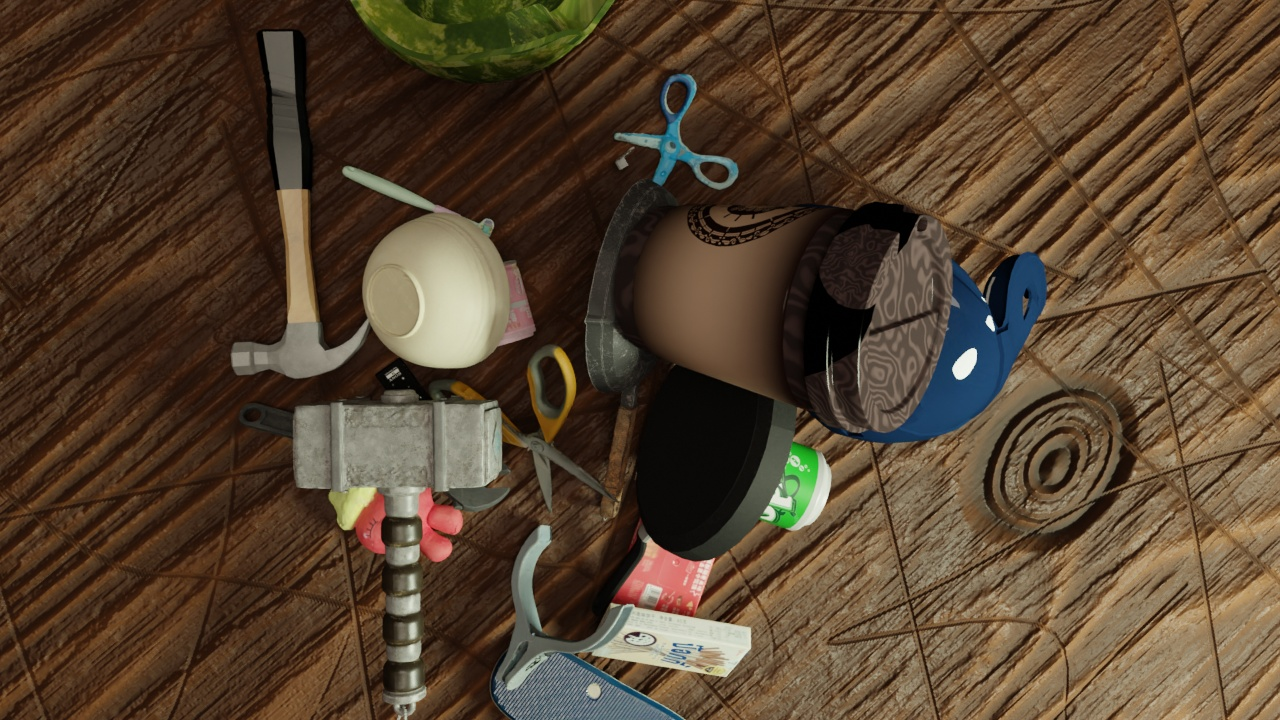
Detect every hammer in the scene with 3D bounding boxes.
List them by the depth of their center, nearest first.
[{"bbox_3d":[-0.217,0.190,0.839,0.177,0.079,0.326,-1,91,2],"label":"hammer"},{"bbox_3d":[-0.332,-0.147,0.882,0.131,0.039,0.328,-4,94,-9],"label":"hammer"}]

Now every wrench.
[{"bbox_3d":[-0.259,0.088,0.899,0.273,0.018,0.073,15,58,-1],"label":"wrench"}]

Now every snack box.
[{"bbox_3d":[0.031,0.290,0.946,0.150,0.082,0.026,12,48,-10],"label":"snack box"},{"bbox_3d":[0.031,0.208,0.967,0.089,0.021,0.133,20,91,-9],"label":"snack box"}]

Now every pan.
[{"bbox_3d":[-0.005,0.006,0.885,0.040,0.207,0.357,13,114,16],"label":"pan"},{"bbox_3d":[0.030,0.124,0.886,0.034,0.225,0.357,21,117,-25],"label":"pan"}]

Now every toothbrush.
[{"bbox_3d":[-0.013,-0.187,0.852,0.010,0.181,0.010,-30,101,0],"label":"toothbrush"},{"bbox_3d":[-0.219,-0.158,0.907,0.154,0.015,0.022,22,56,-10],"label":"toothbrush"}]

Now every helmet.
[{"bbox_3d":[-0.132,-0.356,0.795,0.244,0.246,0.213,-3,118,31],"label":"helmet"},{"bbox_3d":[0.226,-0.041,0.865,0.222,0.232,0.272,-47,123,-14],"label":"helmet"}]

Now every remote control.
[{"bbox_3d":[-0.214,0.062,0.927,0.030,0.009,0.140,-35,98,-4],"label":"remote control"}]

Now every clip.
[{"bbox_3d":[-0.076,0.245,0.911,0.166,0.032,0.164,-13,71,28],"label":"clip"}]

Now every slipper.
[{"bbox_3d":[-0.025,0.394,0.957,0.295,0.060,0.118,36,83,4],"label":"slipper"}]

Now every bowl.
[{"bbox_3d":[-0.203,-0.059,0.848,0.151,0.075,0.151,7,105,30],"label":"bowl"}]

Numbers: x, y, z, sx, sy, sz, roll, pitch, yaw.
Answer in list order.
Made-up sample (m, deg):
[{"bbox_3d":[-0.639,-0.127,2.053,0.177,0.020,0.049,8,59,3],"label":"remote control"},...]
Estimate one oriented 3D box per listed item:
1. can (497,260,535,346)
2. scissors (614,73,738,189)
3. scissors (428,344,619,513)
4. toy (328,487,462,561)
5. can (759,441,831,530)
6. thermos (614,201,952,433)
[{"bbox_3d":[-0.144,-0.053,0.900,0.067,0.067,0.076,-16,95,-7],"label":"can"},{"bbox_3d":[0.040,-0.228,0.944,0.134,0.011,0.140,9,93,-7],"label":"scissors"},{"bbox_3d":[-0.114,0.062,0.887,0.230,0.016,0.226,19,132,20],"label":"scissors"},{"bbox_3d":[-0.242,0.149,0.910,0.135,0.045,0.091,32,85,-3],"label":"toy"},{"bbox_3d":[0.116,0.114,0.940,0.140,0.088,0.088,20,91,-9],"label":"can"},{"bbox_3d":[0.106,-0.048,0.729,0.172,0.226,0.173,-22,118,-47],"label":"thermos"}]
